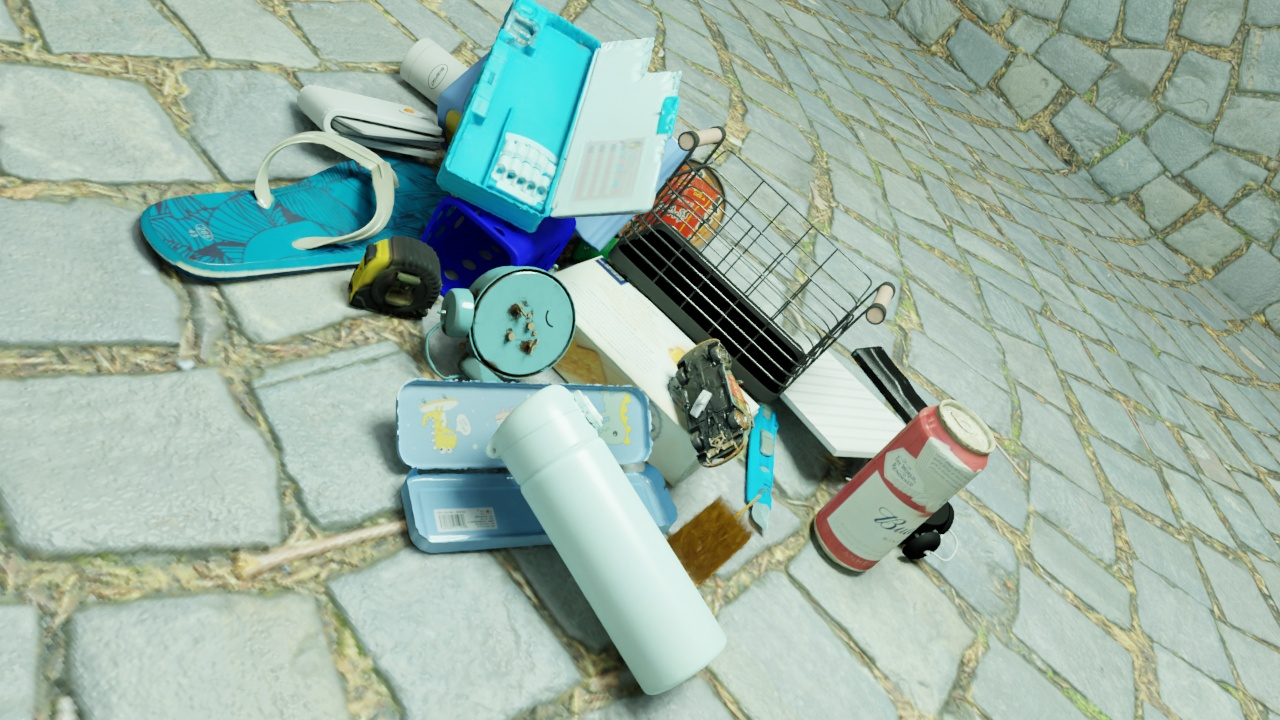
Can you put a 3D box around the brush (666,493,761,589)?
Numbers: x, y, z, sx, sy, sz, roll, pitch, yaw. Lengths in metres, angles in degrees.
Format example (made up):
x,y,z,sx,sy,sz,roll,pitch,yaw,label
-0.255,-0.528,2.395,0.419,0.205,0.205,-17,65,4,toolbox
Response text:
x,y,z,sx,sy,sz,roll,pitch,yaw,label
0.067,0.134,0.740,0.048,0.017,0.126,46,40,14,brush

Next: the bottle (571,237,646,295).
x,y,z,sx,sy,sz,roll,pitch,yaw,label
-0.013,-0.098,0.930,0.111,0.043,0.043,27,36,-14,bottle

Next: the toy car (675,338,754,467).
x,y,z,sx,sy,sz,roll,pitch,yaw,label
0.063,0.038,0.732,0.047,0.047,0.111,33,35,-44,toy car

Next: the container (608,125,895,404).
x,y,z,sx,sy,sz,roll,pitch,yaw,label
0.106,-0.093,0.873,0.241,0.130,0.162,43,26,3,container

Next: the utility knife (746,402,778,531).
x,y,z,sx,sy,sz,roll,pitch,yaw,label
0.113,0.091,0.842,0.031,0.015,0.174,24,37,-9,utility knife

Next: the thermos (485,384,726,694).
x,y,z,sx,sy,sz,roll,pitch,yaw,label
-0.024,0.115,0.611,0.207,0.078,0.065,58,0,7,thermos

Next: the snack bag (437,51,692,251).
x,y,z,sx,sy,sz,roll,pitch,yaw,label
-0.072,-0.218,0.902,0.205,0.102,0.158,39,66,5,snack bag

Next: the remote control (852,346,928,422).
x,y,z,sx,sy,sz,roll,pitch,yaw,label
0.305,0.039,1.059,0.047,0.022,0.150,-5,52,-44,remote control

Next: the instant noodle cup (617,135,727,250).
x,y,z,sx,sy,sz,roll,pitch,yaw,label
0.021,-0.194,1.017,0.123,0.124,0.121,18,29,-24,instant noodle cup

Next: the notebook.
x,y,z,sx,sy,sz,roll,pitch,yaw,label
0.188,0.031,0.937,0.142,0.009,0.209,7,30,-35,notebook

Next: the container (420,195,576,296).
x,y,z,sx,sy,sz,roll,pitch,yaw,label
-0.125,-0.105,0.807,0.085,0.085,0.113,40,34,3,container

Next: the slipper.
x,y,z,sx,sy,sz,roll,pitch,yaw,label
-0.253,-0.130,0.749,0.118,0.060,0.294,48,36,11,slipper

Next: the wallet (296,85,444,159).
x,y,z,sx,sy,sz,roll,pitch,yaw,label
-0.243,-0.217,0.850,0.118,0.037,0.115,3,25,-38,wallet

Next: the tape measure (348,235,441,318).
x,y,z,sx,sy,sz,roll,pitch,yaw,label
-0.188,-0.064,0.723,0.067,0.063,0.038,16,40,-28,tape measure

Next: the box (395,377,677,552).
x,y,z,sx,sy,sz,roll,pitch,yaw,label
-0.074,0.075,0.670,0.208,0.034,0.127,3,60,-33,box

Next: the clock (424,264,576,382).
x,y,z,sx,sy,sz,roll,pitch,yaw,label
-0.111,-0.026,0.719,0.124,0.090,0.053,-25,26,-21,clock

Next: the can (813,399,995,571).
x,y,z,sx,sy,sz,roll,pitch,yaw,label
0.218,0.108,0.774,0.067,0.171,0.067,23,36,-18,can

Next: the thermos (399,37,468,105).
x,y,z,sx,sy,sz,roll,pitch,yaw,label
-0.156,-0.258,0.986,0.224,0.052,0.052,38,35,3,thermos

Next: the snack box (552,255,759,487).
x,y,z,sx,sy,sz,roll,pitch,yaw,label
-0.005,0.005,0.804,0.208,0.058,0.104,44,36,12,snack box

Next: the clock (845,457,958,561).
x,y,z,sx,sy,sz,roll,pitch,yaw,label
0.255,0.141,0.878,0.120,0.043,0.091,44,35,11,clock

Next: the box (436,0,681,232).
x,y,z,sx,sy,sz,roll,pitch,yaw,label
-0.060,-0.211,0.794,0.182,0.072,0.226,13,57,-1,box
